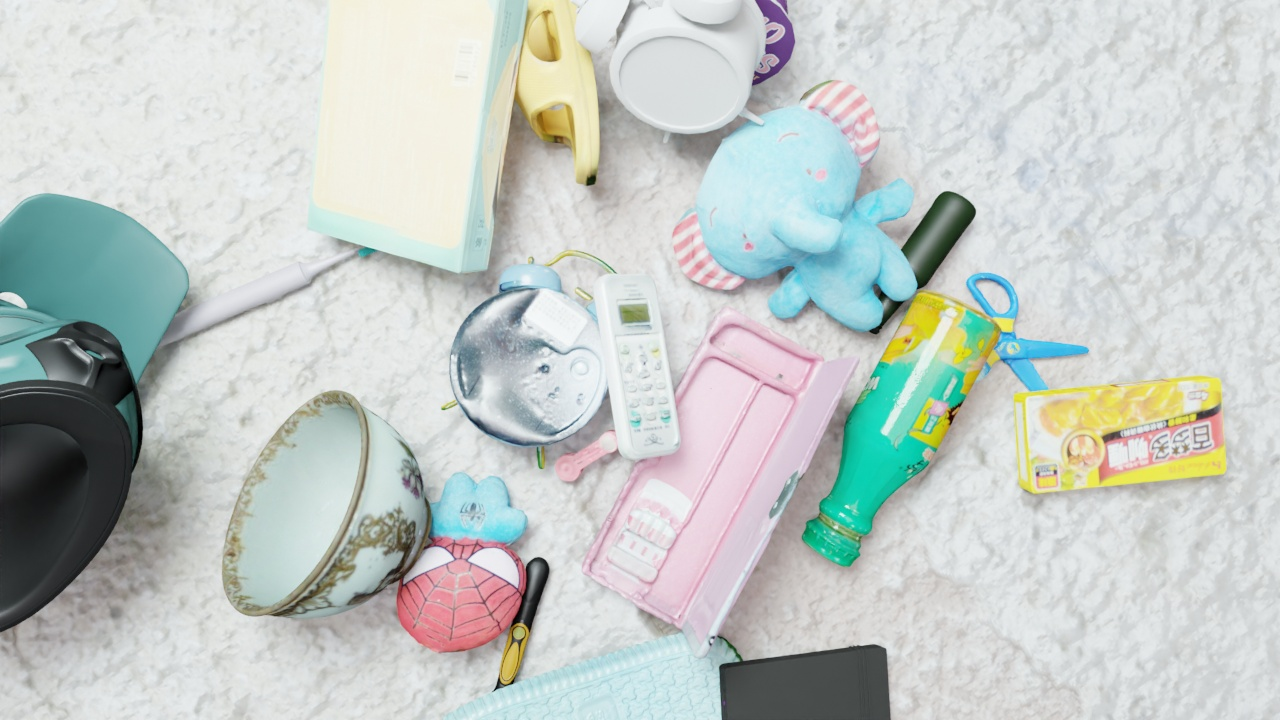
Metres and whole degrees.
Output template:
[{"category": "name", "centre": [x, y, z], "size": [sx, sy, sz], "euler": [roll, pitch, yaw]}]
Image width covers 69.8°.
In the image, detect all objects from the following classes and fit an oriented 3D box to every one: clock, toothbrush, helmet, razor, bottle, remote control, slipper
[{"category": "clock", "centre": [0.023, -0.221, 0.616], "size": [0.120, 0.159, 0.061], "euler": [-4, 58, 27]}, {"category": "toothbrush", "centre": [-0.289, -0.054, 0.706], "size": [0.188, 0.018, 0.019], "euler": [-24, 89, -3]}, {"category": "helmet", "centre": [-0.423, 0.036, 0.609], "size": [0.275, 0.200, 0.176], "euler": [-46, 133, 9]}, {"category": "razor", "centre": [-0.096, 0.219, 0.692], "size": [0.044, 0.021, 0.144], "euler": [16, 84, 0]}, {"category": "bottle", "centre": [0.212, -0.073, 0.710], "size": [0.033, 0.033, 0.123], "euler": [36, 87, 1]}, {"category": "remote control", "centre": [-0.004, 0.004, 0.658], "size": [0.050, 0.022, 0.133], "euler": [-5, 83, -34]}, {"category": "clock", "centre": [-0.072, -0.009, 0.687], "size": [0.118, 0.060, 0.162], "euler": [34, 86, 1]}, {"category": "slipper", "centre": [-0.082, -0.251, 0.685], "size": [0.078, 0.099, 0.263], "euler": [-11, 83, 0]}, {"category": "remote control", "centre": [0.123, 0.246, 0.679], "size": [0.133, 0.013, 0.058], "euler": [0, 86, -17]}, {"category": "slipper", "centre": [-0.048, 0.276, 0.667], "size": [0.275, 0.070, 0.116], "euler": [-17, 86, -17]}, {"category": "bottle", "centre": [0.188, 0.053, 0.683], "size": [0.068, 0.068, 0.210], "euler": [28, 93, 1]}]

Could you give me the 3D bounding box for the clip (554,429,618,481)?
[{"category": "clip", "centre": [-0.037, 0.070, 0.705], "size": [0.060, 0.045, 0.023], "euler": [-35, 84, 29]}]

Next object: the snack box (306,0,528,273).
[{"category": "snack box", "centre": [-0.164, -0.172, 0.653], "size": [0.141, 0.044, 0.194], "euler": [17, 106, 21]}]

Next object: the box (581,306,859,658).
[{"category": "box", "centre": [0.052, 0.078, 0.656], "size": [0.106, 0.115, 0.232], "euler": [30, 86, 1]}]

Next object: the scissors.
[{"category": "scissors", "centre": [0.283, -0.006, 0.717], "size": [0.123, 0.016, 0.125], "euler": [-36, 88, 1]}]

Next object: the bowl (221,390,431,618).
[{"category": "bowl", "centre": [-0.207, 0.112, 0.648], "size": [0.094, 0.160, 0.160], "euler": [34, 85, -40]}]

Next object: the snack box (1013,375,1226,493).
[{"category": "snack box", "centre": [0.367, 0.056, 0.704], "size": [0.152, 0.025, 0.075], "euler": [-6, 94, -1]}]

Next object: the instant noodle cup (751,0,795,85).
[{"category": "instant noodle cup", "centre": [0.054, -0.287, 0.689], "size": [0.121, 0.137, 0.121], "euler": [16, 70, -25]}]

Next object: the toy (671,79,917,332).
[{"category": "toy", "centre": [0.122, -0.097, 0.671], "size": [0.184, 0.114, 0.180], "euler": [-43, 88, 15]}]

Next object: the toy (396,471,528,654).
[{"category": "toy", "centre": [-0.129, 0.148, 0.677], "size": [0.092, 0.062, 0.132], "euler": [7, 75, -6]}]
